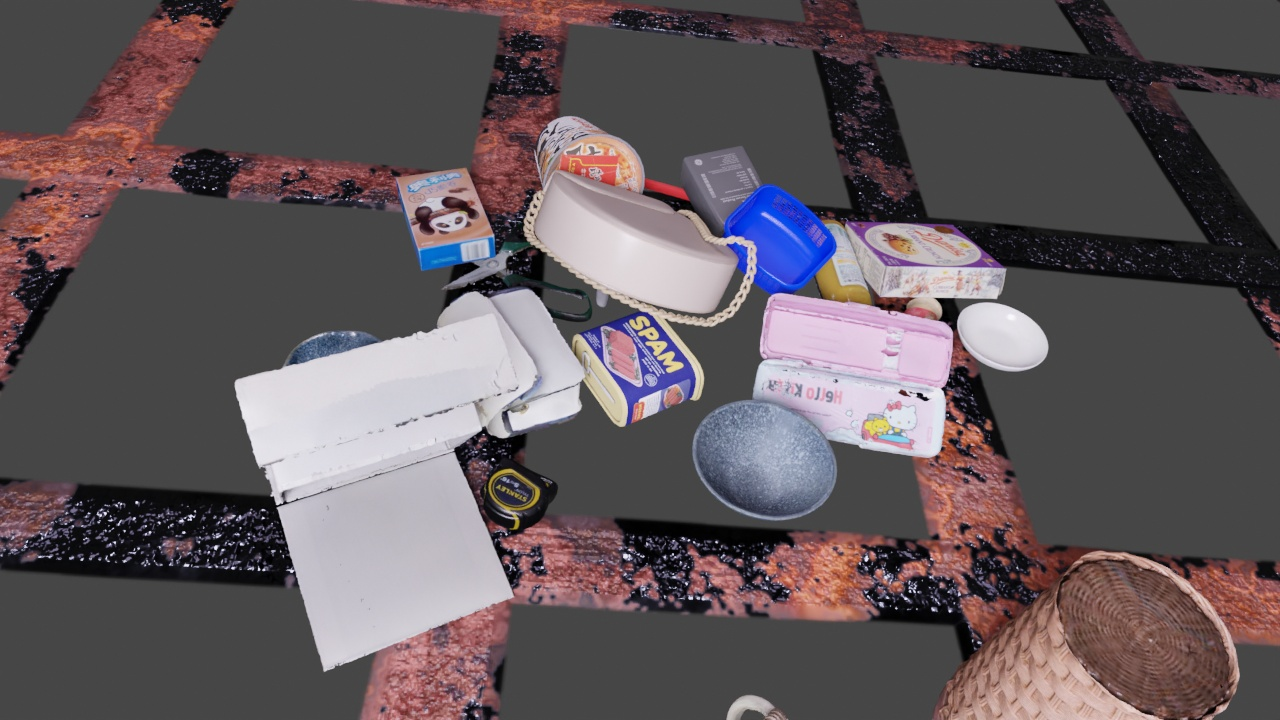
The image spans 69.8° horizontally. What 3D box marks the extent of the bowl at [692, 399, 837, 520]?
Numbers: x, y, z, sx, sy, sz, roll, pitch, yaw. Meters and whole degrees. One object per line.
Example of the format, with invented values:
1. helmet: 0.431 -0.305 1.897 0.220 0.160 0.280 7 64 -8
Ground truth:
1. bowl: 0.112 0.107 0.873 0.137 0.057 0.136 4 48 -5

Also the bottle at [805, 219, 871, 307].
1. bottle: 0.234 -0.085 1.067 0.053 0.053 0.185 0 49 -9

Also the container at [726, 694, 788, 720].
1. container: 0.023 0.343 0.574 0.245 0.185 0.143 -30 69 -29

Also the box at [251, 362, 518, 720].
1. box: -0.207 0.206 0.809 0.167 0.422 0.174 -17 19 -22

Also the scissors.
1. scissors: -0.123 -0.102 1.055 0.201 0.015 0.202 -32 61 -31

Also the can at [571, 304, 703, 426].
1. can: -0.006 0.006 0.948 0.092 0.057 0.116 -21 55 -24

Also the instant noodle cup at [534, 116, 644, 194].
1. instant noodle cup: -0.073 -0.235 1.115 0.123 0.124 0.121 -9 35 -17

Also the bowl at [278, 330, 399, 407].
1. bowl: -0.288 0.026 0.887 0.110 0.055 0.110 5 48 -5

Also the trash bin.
1. trash bin: 0.324 0.251 0.673 0.151 0.211 0.151 4 49 -5

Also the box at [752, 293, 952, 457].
1. box: 0.221 0.015 0.965 0.201 0.038 0.152 11 80 2

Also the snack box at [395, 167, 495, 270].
1. snack box: -0.229 -0.168 1.076 0.087 0.034 0.151 -12 46 -16

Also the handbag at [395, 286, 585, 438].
1. handbag: -0.159 0.006 0.912 0.175 0.074 0.151 -18 54 -22

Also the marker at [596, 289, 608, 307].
1. marker: -0.037 -0.111 1.077 0.022 0.016 0.138 23 45 -19

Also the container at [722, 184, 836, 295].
1. container: 0.154 -0.132 1.048 0.114 0.058 0.096 43 75 7

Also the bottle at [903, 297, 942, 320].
1. bottle: 0.307 -0.030 1.037 0.044 0.044 0.108 27 49 15

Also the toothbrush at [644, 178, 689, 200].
1. toothbrush: 0.021 -0.230 1.193 0.212 0.012 0.017 17 48 6

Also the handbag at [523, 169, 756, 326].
1. handbag: -0.002 -0.133 0.988 0.210 0.103 0.208 9 24 -39

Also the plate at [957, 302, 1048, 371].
1. plate: 0.413 -0.022 1.057 0.104 0.026 0.104 4 48 -4

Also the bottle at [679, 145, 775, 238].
1. bottle: 0.119 -0.183 1.133 0.083 0.046 0.173 -15 61 -14

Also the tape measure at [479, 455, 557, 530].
1. tape measure: -0.114 0.125 0.838 0.062 0.034 0.061 27 46 9

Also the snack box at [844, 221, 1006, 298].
1. snack box: 0.332 -0.121 1.095 0.148 0.041 0.143 0 29 -9
